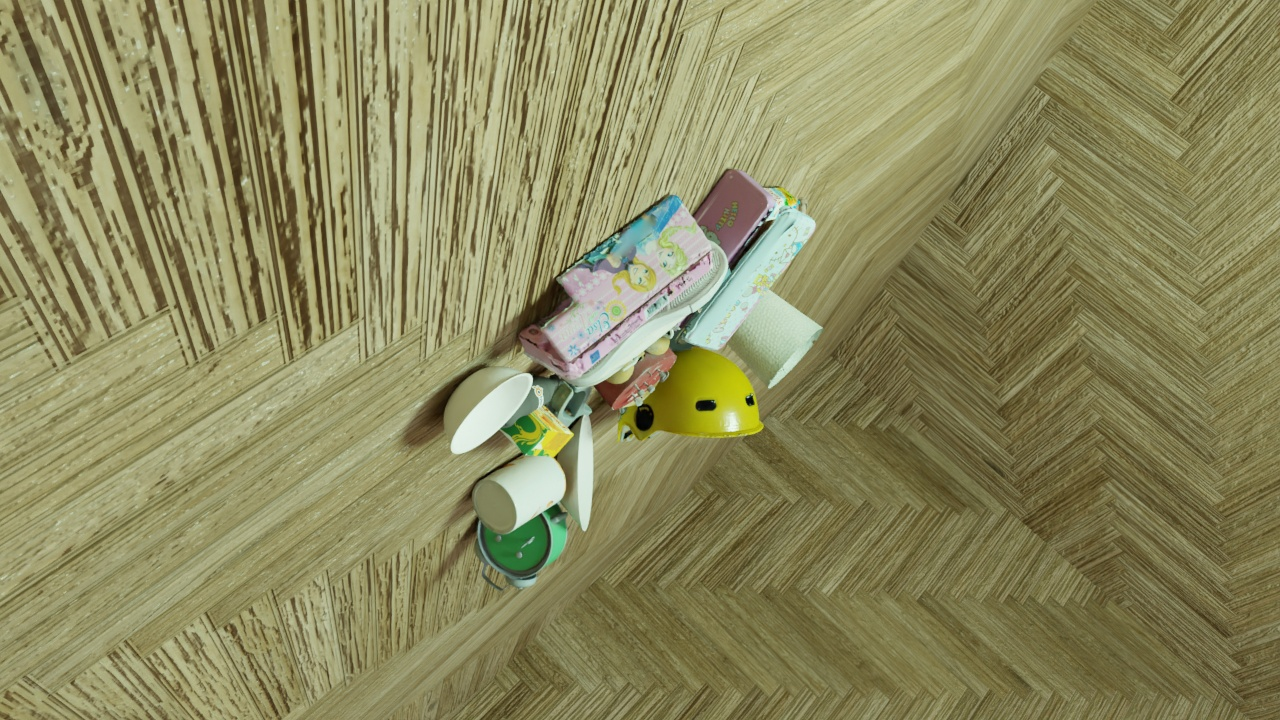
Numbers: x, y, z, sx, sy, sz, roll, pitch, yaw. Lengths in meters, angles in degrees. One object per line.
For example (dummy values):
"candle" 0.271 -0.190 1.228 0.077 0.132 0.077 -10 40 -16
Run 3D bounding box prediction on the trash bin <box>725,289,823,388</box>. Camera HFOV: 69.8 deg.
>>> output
"trash bin" 0.199 -0.056 1.530 0.133 0.161 0.133 -44 166 -14

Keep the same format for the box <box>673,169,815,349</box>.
"box" 0.105 -0.115 1.126 0.215 0.140 0.062 -53 -166 23

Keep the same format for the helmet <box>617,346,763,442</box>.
"helmet" 0.073 0.046 1.381 0.208 0.139 0.240 -4 178 -32

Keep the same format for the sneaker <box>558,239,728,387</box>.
"sneaker" -0.001 -0.055 1.091 0.242 0.089 0.091 -39 170 -6

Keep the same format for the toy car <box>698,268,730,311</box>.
"toy car" 0.110 -0.115 1.277 0.060 0.027 0.107 106 4 -51

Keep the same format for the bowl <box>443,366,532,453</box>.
"bowl" -0.164 0.041 0.936 0.109 0.040 0.110 -44 167 -13

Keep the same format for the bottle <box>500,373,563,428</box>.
"bottle" -0.129 0.042 1.058 0.109 0.036 0.036 -33 161 -47

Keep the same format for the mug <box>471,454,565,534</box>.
"mug" -0.165 0.178 1.249 0.105 0.082 0.082 -27 157 -52

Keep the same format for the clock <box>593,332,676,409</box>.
"clock" -0.007 0.007 1.207 0.117 0.081 0.159 -36 167 -17

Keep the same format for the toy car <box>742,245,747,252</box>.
"toy car" 0.111 -0.163 1.188 0.051 0.049 0.100 -40 165 -26

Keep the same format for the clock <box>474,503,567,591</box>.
"clock" -0.184 0.270 1.353 0.162 0.122 0.075 -59 165 15

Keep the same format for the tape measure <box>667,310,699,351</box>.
"tape measure" 0.057 -0.046 1.332 0.071 0.042 0.072 2 128 -24

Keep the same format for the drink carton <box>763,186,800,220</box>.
"drink carton" 0.181 -0.216 1.266 0.039 0.044 0.128 -53 167 24

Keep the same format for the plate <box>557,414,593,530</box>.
"plate" -0.099 0.163 1.356 0.174 0.036 0.174 2 88 -86

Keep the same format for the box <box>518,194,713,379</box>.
"box" -0.025 -0.086 0.961 0.229 0.085 0.091 -40 137 -27

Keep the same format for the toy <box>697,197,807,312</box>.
"toy" 0.148 -0.129 1.408 0.263 0.065 0.196 -33 154 -24

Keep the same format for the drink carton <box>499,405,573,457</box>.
"drink carton" -0.130 0.084 1.132 0.041 0.058 0.122 -48 167 2

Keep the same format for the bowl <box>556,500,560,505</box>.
"bowl" -0.139 0.195 1.460 0.114 0.045 0.114 -44 166 -14

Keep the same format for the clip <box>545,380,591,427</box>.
"clip" -0.090 0.057 1.245 0.090 0.027 0.163 -38 165 -28
